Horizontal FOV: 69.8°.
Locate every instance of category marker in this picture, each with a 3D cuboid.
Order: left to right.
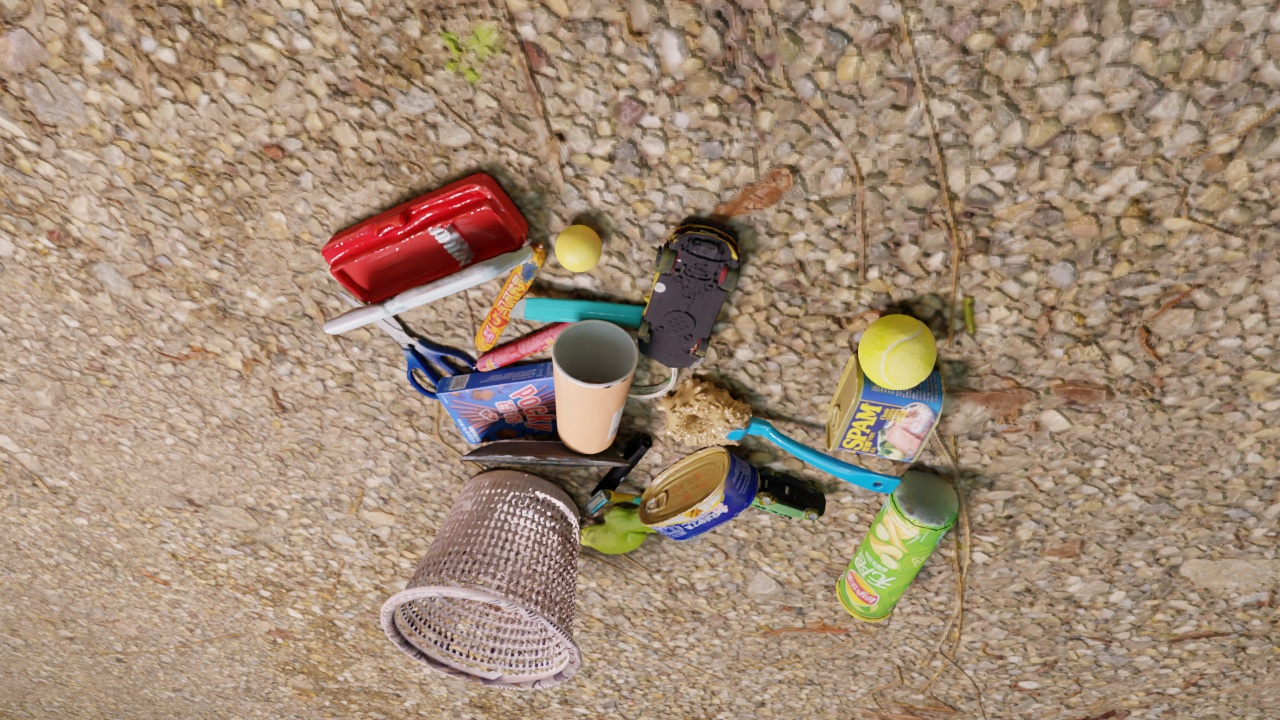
[{"bbox_3d":[-0.023,0.123,1.033,0.022,0.020,0.132,35,135,-1],"label":"marker"}]

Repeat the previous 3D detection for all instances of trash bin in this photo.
[{"bbox_3d":[-0.161,0.246,1.070,0.227,0.191,0.228,7,137,7],"label":"trash bin"}]

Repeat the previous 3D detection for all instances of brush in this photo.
[{"bbox_3d":[0.139,0.083,0.921,0.254,0.045,0.083,21,134,-1],"label":"brush"}]

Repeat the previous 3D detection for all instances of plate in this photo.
[{"bbox_3d":[-0.099,0.098,0.969,0.179,0.024,0.179,2,171,0],"label":"plate"}]

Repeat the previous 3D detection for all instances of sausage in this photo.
[{"bbox_3d":[-0.124,-0.057,0.861,0.021,0.021,0.166,25,137,-13],"label":"sausage"},{"bbox_3d":[-0.108,-0.015,0.905,0.156,0.020,0.020,-20,128,32],"label":"sausage"}]

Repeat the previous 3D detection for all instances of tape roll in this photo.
[{"bbox_3d":[-0.005,0.005,0.904,0.086,0.013,0.086,7,138,6],"label":"tape roll"}]

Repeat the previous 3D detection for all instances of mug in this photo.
[{"bbox_3d":[-0.046,0.031,0.868,0.078,0.078,0.123,11,140,2],"label":"mug"}]

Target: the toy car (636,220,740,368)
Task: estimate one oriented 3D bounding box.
[{"bbox_3d":[0.039,-0.054,0.807,0.071,0.041,0.156,15,135,-2],"label":"toy car"}]

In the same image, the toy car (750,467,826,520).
[{"bbox_3d":[0.156,0.148,0.996,0.091,0.043,0.036,16,135,-1],"label":"toy car"}]

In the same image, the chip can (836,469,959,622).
[{"bbox_3d":[0.279,0.207,1.007,0.072,0.072,0.222,11,138,2],"label":"chip can"}]

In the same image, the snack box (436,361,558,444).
[{"bbox_3d":[-0.124,0.044,0.957,0.157,0.026,0.084,-9,134,16],"label":"snack box"}]

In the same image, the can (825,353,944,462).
[{"bbox_3d":[0.227,0.047,0.858,0.083,0.057,0.102,10,138,0],"label":"can"}]

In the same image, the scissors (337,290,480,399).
[{"bbox_3d":[-0.244,-0.015,0.943,0.171,0.012,0.142,22,135,-12],"label":"scissors"}]

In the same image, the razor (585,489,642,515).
[{"bbox_3d":[0.003,0.170,1.062,0.132,0.028,0.043,16,138,-27],"label":"razor"}]

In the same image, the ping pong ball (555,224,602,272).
[{"bbox_3d":[-0.053,-0.096,0.786,0.040,0.040,0.040,7,138,7],"label":"ping pong ball"}]

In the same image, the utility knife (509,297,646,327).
[{"bbox_3d":[-0.039,-0.043,0.853,0.164,0.013,0.029,5,132,-3],"label":"utility knife"}]

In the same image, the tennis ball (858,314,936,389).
[{"bbox_3d":[0.222,-0.007,0.793,0.065,0.065,0.066,7,138,7],"label":"tennis ball"}]

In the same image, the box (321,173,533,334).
[{"bbox_3d":[-0.196,-0.076,0.802,0.202,0.098,0.095,-16,132,28],"label":"box"}]

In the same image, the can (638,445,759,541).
[{"bbox_3d":[0.062,0.146,0.996,0.049,0.074,0.149,32,136,-25],"label":"can"}]

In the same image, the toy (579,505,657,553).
[{"bbox_3d":[-0.024,0.208,1.115,0.096,0.031,0.100,4,140,-3],"label":"toy"}]
